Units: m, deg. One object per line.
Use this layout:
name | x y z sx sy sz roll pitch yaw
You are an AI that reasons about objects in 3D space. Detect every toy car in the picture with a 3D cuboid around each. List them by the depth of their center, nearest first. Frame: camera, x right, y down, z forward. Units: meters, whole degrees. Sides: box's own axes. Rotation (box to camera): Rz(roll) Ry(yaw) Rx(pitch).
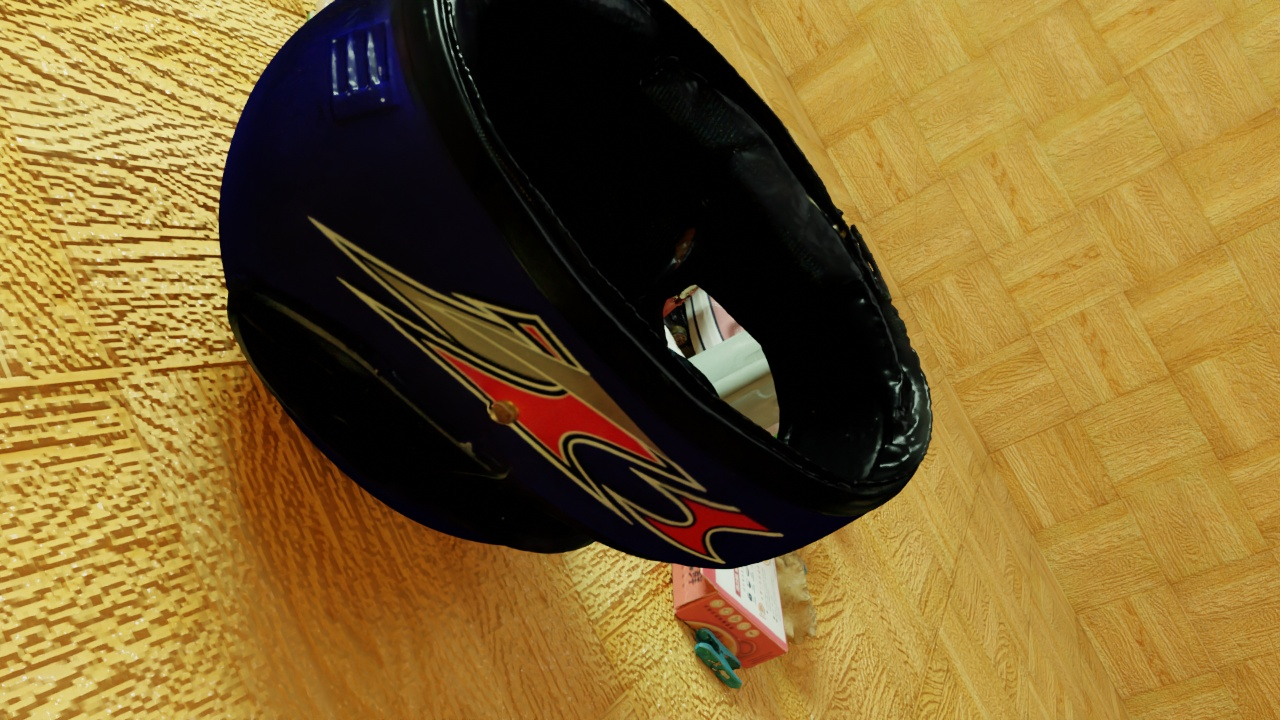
toy car | 0.045 -0.027 0.912 0.158 0.042 0.070 39 31 -46

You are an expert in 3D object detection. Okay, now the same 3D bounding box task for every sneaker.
sneaker | 0.101 -0.040 0.879 0.118 0.088 0.240 32 35 -48

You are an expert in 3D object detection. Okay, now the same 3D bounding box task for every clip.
clip | 0.058 0.223 0.686 0.056 0.014 0.043 48 25 -26

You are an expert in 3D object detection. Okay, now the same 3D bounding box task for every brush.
brush | 0.142 0.175 0.879 0.254 0.046 0.083 -63 136 -69

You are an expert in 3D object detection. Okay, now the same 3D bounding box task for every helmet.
helmet | -0.048 -0.024 0.444 0.315 0.241 0.246 49 42 -6

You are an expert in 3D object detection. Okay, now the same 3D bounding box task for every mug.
mug | 0.094 0.014 0.741 0.083 0.104 0.123 63 20 5

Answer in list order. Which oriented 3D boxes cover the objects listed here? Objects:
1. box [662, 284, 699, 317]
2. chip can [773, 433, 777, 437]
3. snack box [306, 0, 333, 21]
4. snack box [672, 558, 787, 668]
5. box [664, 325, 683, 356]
box | -0.015 -0.120 0.802 0.168 0.080 0.091 42 30 -11
chip can | 0.132 0.012 0.953 0.072 0.072 0.235 25 51 -54
snack box | -0.155 -0.222 0.634 0.105 0.118 0.118 23 40 -49
snack box | 0.062 0.161 0.726 0.127 0.044 0.113 47 27 -33
box | -0.004 0.004 0.757 0.184 0.059 0.089 56 22 -7
